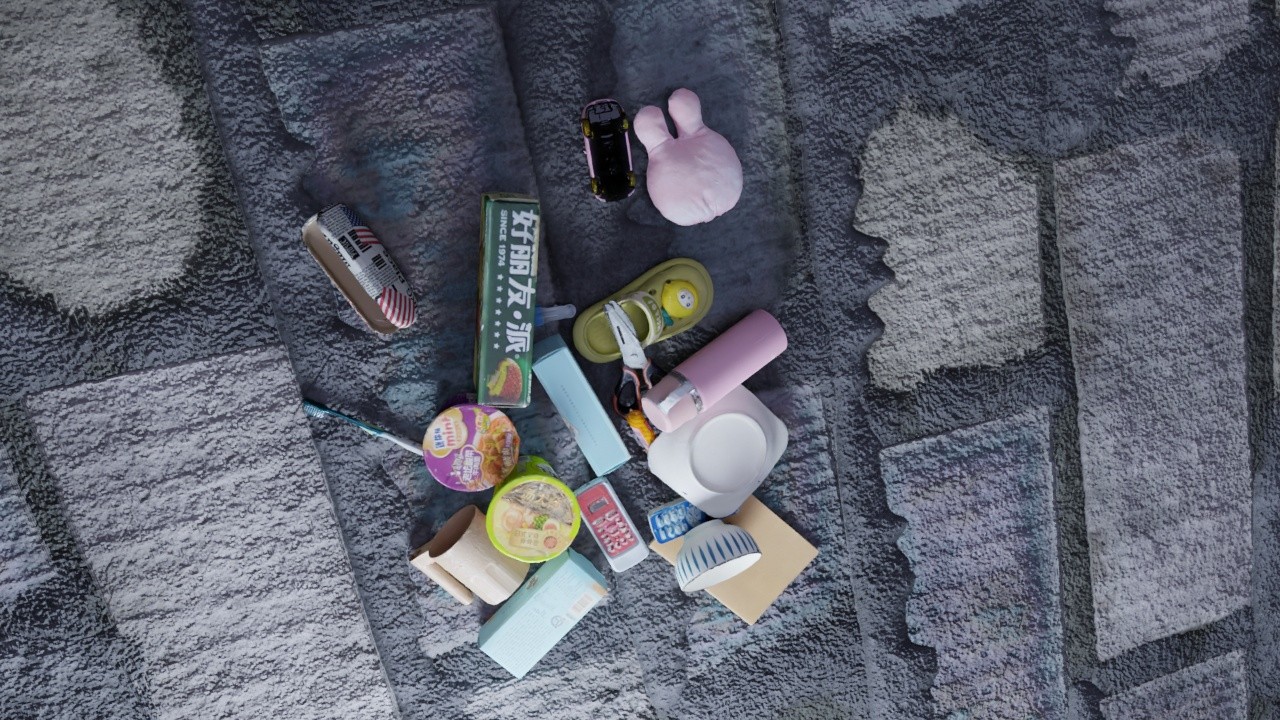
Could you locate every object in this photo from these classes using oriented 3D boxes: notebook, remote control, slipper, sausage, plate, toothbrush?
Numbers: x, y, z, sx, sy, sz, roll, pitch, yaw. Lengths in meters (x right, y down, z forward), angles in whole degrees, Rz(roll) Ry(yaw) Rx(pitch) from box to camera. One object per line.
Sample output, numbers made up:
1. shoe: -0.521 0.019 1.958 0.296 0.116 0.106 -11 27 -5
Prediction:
1. notebook: 0.133 0.262 1.282 0.207 0.008 0.148 41 93 -18
2. remote control: 0.072 0.202 1.234 0.125 0.024 0.049 -20 109 -11
3. slipper: 0.008 -0.053 1.137 0.190 0.081 0.092 -27 111 -1
4. remote control: -0.040 0.220 1.228 0.056 0.020 0.136 -29 108 -4
5. sausage: 0.024 0.122 1.203 0.021 0.021 0.165 -34 120 -2
6. plate: 0.109 0.116 1.196 0.163 0.034 0.164 39 87 -21
7. toothbrush: -0.327 0.091 1.137 0.191 0.016 0.018 25 108 -16

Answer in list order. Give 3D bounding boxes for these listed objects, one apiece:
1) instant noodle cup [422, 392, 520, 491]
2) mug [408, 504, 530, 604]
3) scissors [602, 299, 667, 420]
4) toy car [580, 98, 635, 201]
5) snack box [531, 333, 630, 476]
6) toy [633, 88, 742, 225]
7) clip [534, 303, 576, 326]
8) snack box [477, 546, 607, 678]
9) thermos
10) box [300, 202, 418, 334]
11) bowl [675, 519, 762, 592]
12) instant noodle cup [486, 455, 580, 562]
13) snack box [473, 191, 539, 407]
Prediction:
1. instant noodle cup: -0.208 0.092 1.118 0.111 0.099 0.111 -3 103 -12
2. mug: -0.219 0.259 1.176 0.125 0.084 0.103 -34 112 24
3. scissors: -0.019 0.009 1.131 0.208 0.015 0.186 23 123 -33
4. toy car: -0.039 -0.251 1.098 0.056 0.037 0.122 -11 119 -6
5. snack box: -0.078 0.055 1.148 0.051 0.074 0.175 -30 108 -4
6. toy: 0.057 -0.243 1.109 0.121 0.054 0.159 -28 109 -11
7. clip: -0.109 -0.060 1.143 0.058 0.038 0.026 -9 104 -8
8. snack box: -0.131 0.333 1.222 0.175 0.051 0.074 -45 107 1
9. thermos: 0.093 0.010 1.139 0.198 0.087 0.067 -34 81 -21
10. box: -0.315 -0.105 1.051 0.076 0.087 0.163 -38 106 -17
11. bowl: 0.096 0.254 1.220 0.116 0.116 0.066 -22 65 -6
12. instant noodle cup: -0.137 0.175 1.142 0.111 0.123 0.112 -2 103 -11
13. snack box: -0.158 -0.074 1.077 0.063 0.114 0.240 2 105 -13
